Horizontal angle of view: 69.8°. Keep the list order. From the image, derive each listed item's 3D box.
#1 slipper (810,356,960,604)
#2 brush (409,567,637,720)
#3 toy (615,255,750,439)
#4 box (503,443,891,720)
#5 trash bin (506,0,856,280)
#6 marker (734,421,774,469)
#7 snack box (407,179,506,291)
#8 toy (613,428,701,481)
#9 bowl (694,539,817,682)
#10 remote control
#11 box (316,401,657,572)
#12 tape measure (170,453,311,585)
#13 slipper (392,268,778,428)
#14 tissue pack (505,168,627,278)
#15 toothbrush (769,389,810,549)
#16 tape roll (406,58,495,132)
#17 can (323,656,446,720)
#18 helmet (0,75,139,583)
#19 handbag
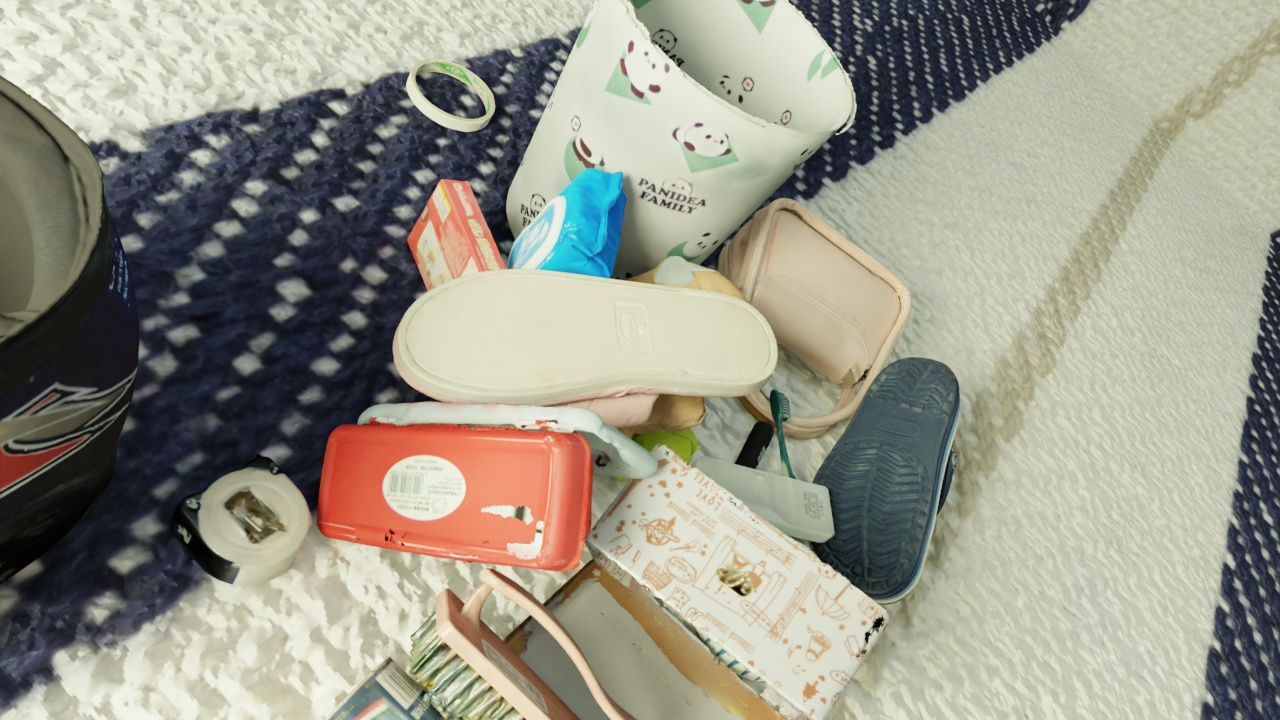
[{"bbox_3d":[0.224,0.107,0.829,0.252,0.105,0.095,-62,144,-33],"label":"slipper"},{"bbox_3d":[-0.059,0.185,0.510,0.073,0.063,0.145,-44,102,-8],"label":"brush"},{"bbox_3d":[-0.004,0.004,0.717,0.143,0.083,0.225,23,52,31],"label":"toy"},{"bbox_3d":[0.020,0.187,0.584,0.183,0.154,0.184,36,73,14],"label":"box"},{"bbox_3d":[0.015,-0.189,0.796,0.229,0.253,0.229,20,47,-23],"label":"trash bin"},{"bbox_3d":[0.084,0.097,0.784,0.022,0.020,0.131,28,43,9],"label":"marker"},{"bbox_3d":[-0.134,-0.059,0.710,0.025,0.075,0.152,-5,59,-40],"label":"snack box"},{"bbox_3d":[0.001,0.065,0.739,0.100,0.031,0.096,19,41,-14],"label":"toy"},{"bbox_3d":[0.100,0.176,0.694,0.116,0.066,0.116,20,46,-22],"label":"bowl"},{"bbox_3d":[0.099,0.112,0.746,0.125,0.024,0.049,16,48,-19],"label":"remote control"},{"bbox_3d":[-0.093,0.073,0.559,0.101,0.202,0.095,17,75,-54],"label":"box"},{"bbox_3d":[-0.231,0.097,0.542,0.066,0.034,0.065,45,44,4],"label":"tape measure"},{"bbox_3d":[-0.033,-0.005,0.641,0.274,0.055,0.114,-2,58,-22],"label":"slipper"},{"bbox_3d":[-0.068,-0.076,0.715,0.052,0.158,0.094,28,47,-24],"label":"tissue pack"},{"bbox_3d":[0.133,0.112,0.791,0.018,0.016,0.191,11,59,-30],"label":"toothbrush"},{"bbox_3d":[-0.182,-0.256,0.884,0.085,0.014,0.085,20,47,-23],"label":"tape roll"},{"bbox_3d":[-0.124,0.222,0.486,0.111,0.076,0.075,44,42,3],"label":"can"},{"bbox_3d":[-0.359,0.018,0.351,0.247,0.241,0.314,38,31,-5],"label":"helmet"},{"bbox_3d":[0.159,-0.028,0.908,0.193,0.094,0.233,31,51,-11],"label":"handbag"}]
